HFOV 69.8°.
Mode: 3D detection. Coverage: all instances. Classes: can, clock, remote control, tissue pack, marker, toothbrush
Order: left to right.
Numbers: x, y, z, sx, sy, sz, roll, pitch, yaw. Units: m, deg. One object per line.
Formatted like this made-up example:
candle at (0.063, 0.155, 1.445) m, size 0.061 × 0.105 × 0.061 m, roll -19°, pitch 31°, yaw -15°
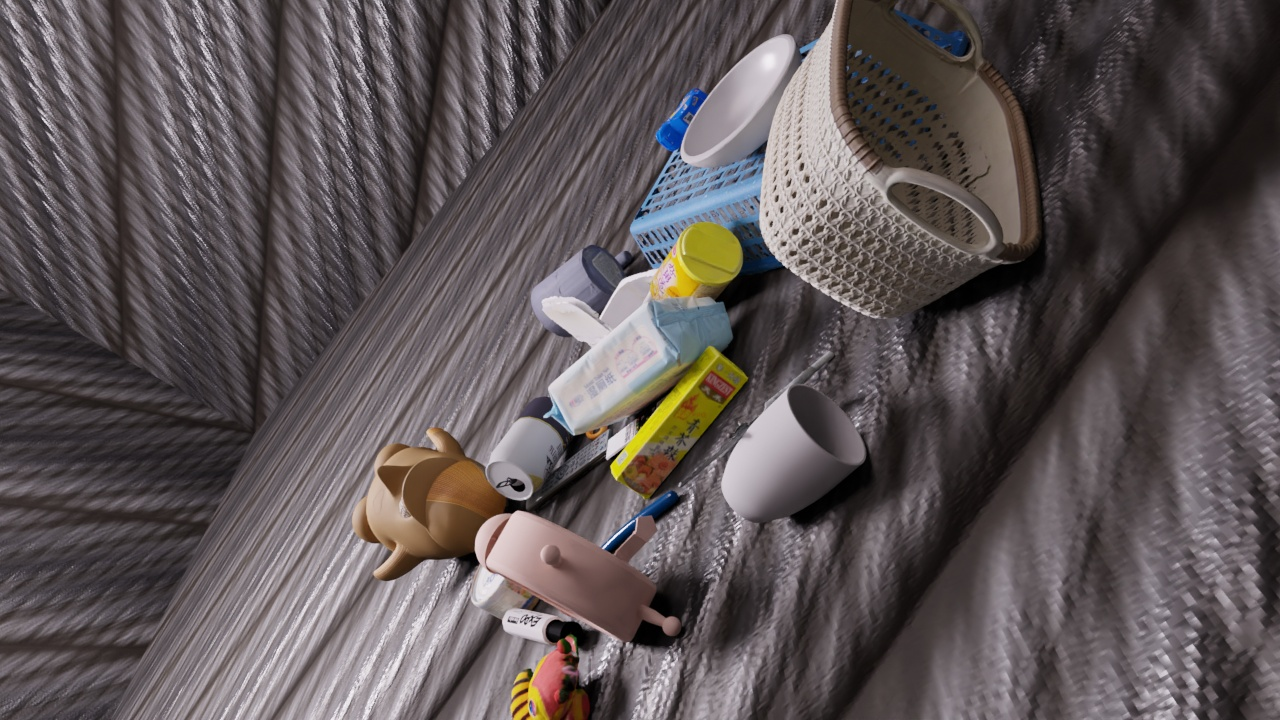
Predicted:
can at (-0.130, 0.217, 0.924) m, size 0.086 × 0.043 × 0.086 m, roll -44°, pitch 24°, yaw 26°
can at (-0.121, 0.099, 1.011) m, size 0.064 × 0.064 × 0.127 m, roll -32°, pitch 17°, yaw 41°
marker at (-0.089, 0.243, 0.832) m, size 0.126 × 0.025 × 0.025 m, roll -14°, pitch 45°, yaw 56°
remote control at (-0.078, 0.121, 0.994) m, size 0.137 × 0.013 × 0.033 m, roll -40°, pitch 26°, yaw 29°
clock at (-0.051, 0.163, 0.734) m, size 0.161 × 0.131 × 0.086 m, roll -16°, pitch 44°, yaw 57°
toothbrush at (-0.026, 0.165, 0.834) m, size 0.168 × 0.014 × 0.014 m, roll -42°, pitch 37°, yaw 27°
tissue pack at (-0.005, 0.005, 0.893) m, size 0.182 × 0.070 × 0.111 m, roll -37°, pitch -12°, yaw 32°
remote control at (0.010, 0.061, 0.912) m, size 0.124 × 0.012 × 0.028 m, roll -39°, pitch 27°, yaw 31°
can at (0.055, -0.088, 0.927) m, size 0.067 × 0.067 × 0.105 m, roll -66°, pitch 7°, yaw -27°

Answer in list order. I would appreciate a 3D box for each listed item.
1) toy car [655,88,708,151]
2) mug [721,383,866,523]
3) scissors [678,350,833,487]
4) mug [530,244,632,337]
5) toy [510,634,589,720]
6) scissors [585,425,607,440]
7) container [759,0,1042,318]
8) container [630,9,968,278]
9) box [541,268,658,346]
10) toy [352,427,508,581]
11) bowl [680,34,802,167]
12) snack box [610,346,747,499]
toy car at (0.059, -0.273, 1.020) m, size 0.092 × 0.033 × 0.062 m, roll -50°, pitch 16°, yaw 9°
mug at (0.106, 0.064, 0.664) m, size 0.090 × 0.071 × 0.107 m, roll -48°, pitch 6°, yaw 30°
scissors at (0.091, 0.044, 0.713) m, size 0.173 × 0.014 × 0.142 m, roll -40°, pitch -10°, yaw -12°
mug at (-0.071, -0.099, 1.223) m, size 0.104 × 0.084 × 0.123 m, roll -35°, pitch 2°, yaw 35°
toy at (-0.073, 0.270, 0.739) m, size 0.104 × 0.046 × 0.084 m, roll -45°, pitch 45°, yaw 44°
scissors at (-0.037, 0.038, 1.035) m, size 0.128 × 0.011 × 0.125 m, roll -43°, pitch 27°, yaw 20°
container at (0.184, -0.152, 0.675) m, size 0.143 × 0.184 × 0.245 m, roll -44°, pitch 23°, yaw 46°
container at (0.136, -0.216, 0.960) m, size 0.363 × 0.089 × 0.256 m, roll -6°, pitch 51°, yaw 60°
box at (-0.035, -0.058, 1.007) m, size 0.125 × 0.137 × 0.109 m, roll -61°, pitch 22°, yaw -18°
toy at (-0.242, 0.167, 1.081) m, size 0.204 × 0.162 × 0.198 m, roll -5°, pitch 60°, yaw 47°
bowl at (0.104, -0.237, 0.874) m, size 0.150 × 0.043 × 0.149 m, roll -42°, pitch 26°, yaw 26°
snack box at (0.034, 0.057, 0.835) m, size 0.148 × 0.040 × 0.029 m, roll -51°, pitch 23°, yaw 7°
